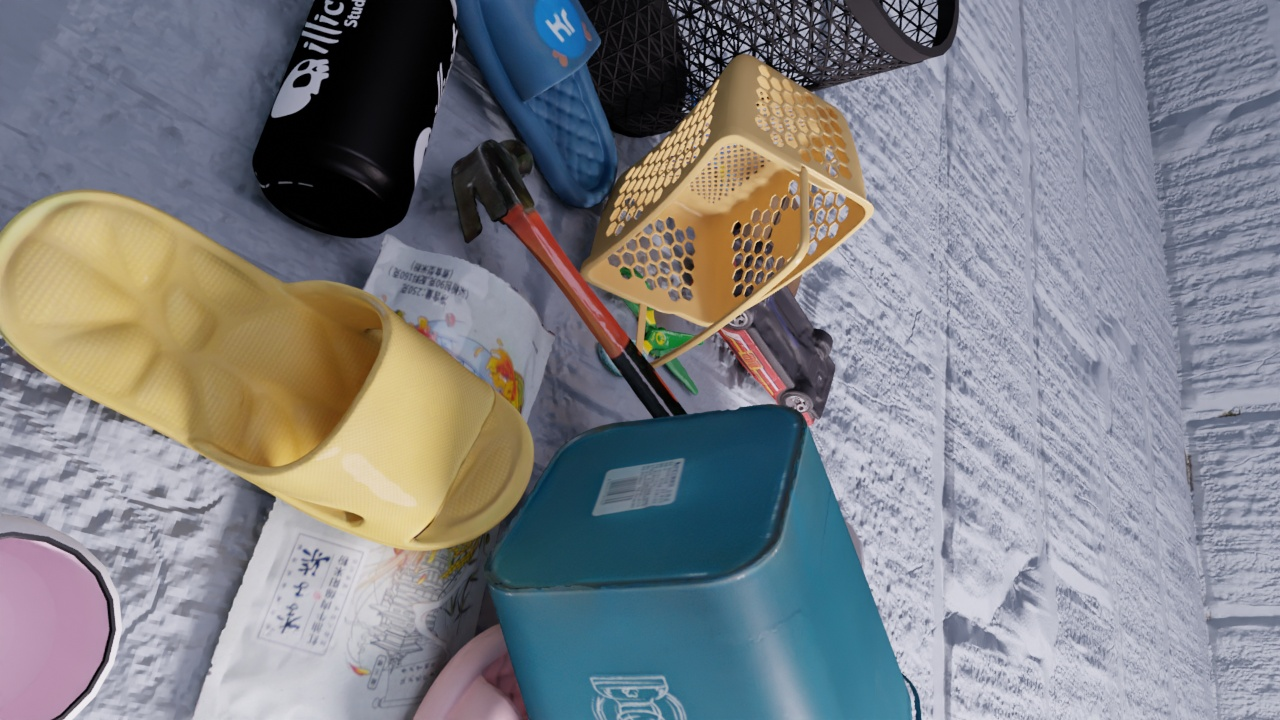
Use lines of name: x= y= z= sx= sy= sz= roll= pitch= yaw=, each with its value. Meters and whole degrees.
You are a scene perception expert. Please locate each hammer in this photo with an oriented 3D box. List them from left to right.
hammer: x=-0.003 y=0.003 z=0.581 sx=0.333 sy=0.033 sz=0.133 roll=52 pitch=14 yaw=-9

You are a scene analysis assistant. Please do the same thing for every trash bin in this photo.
trash bin: x=0.036 y=0.159 z=0.507 sx=0.198 sy=0.197 sz=0.219 roll=-60 pitch=136 yaw=-58
trash bin: x=0.069 y=-0.281 z=0.670 sx=0.216 sy=0.244 sz=0.216 roll=16 pitch=68 yaw=-46

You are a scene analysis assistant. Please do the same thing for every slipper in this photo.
slipper: x=-0.150 y=0.014 z=0.415 sx=0.263 sy=0.079 sz=0.099 roll=34 pitch=70 yaw=-30
slipper: x=-0.095 y=0.244 z=0.473 sx=0.221 sy=0.056 sz=0.107 roll=-63 pitch=144 yaw=-35
slipper: x=-0.057 y=-0.203 z=0.624 sx=0.103 sy=0.059 sz=0.214 roll=-61 pitch=139 yaw=-39

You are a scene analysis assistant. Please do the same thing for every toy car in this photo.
toy car: x=0.112 y=-0.027 z=0.799 sx=0.189 sy=0.056 sz=0.081 roll=49 pitch=49 yaw=-28

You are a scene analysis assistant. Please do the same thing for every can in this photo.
can: x=-0.151 y=-0.146 z=0.503 sx=0.080 sy=0.080 sz=0.145 roll=32 pitch=57 yaw=-41

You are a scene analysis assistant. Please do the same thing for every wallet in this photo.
wallet: x=0.123 y=-0.116 z=0.855 sx=0.099 sy=0.027 sz=0.120 roll=55 pitch=43 yaw=-32

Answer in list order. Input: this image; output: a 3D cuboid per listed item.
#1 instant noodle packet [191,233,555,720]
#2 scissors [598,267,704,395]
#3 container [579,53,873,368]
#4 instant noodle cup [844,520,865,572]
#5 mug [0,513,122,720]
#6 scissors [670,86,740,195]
instant noodle packet: x=-0.125 y=0.077 z=0.499 sx=0.146 sy=0.057 sz=0.268 roll=31 pitch=63 yaw=-39
scissors: x=0.009 y=-0.010 z=0.709 sx=0.130 sy=0.012 sz=0.116 roll=52 pitch=47 yaw=-25
container: x=0.056 y=-0.087 z=0.631 sx=0.129 sy=0.184 sz=0.166 roll=23 pitch=55 yaw=-25
instant noodle cup: x=0.076 y=0.149 z=0.678 sx=0.122 sy=0.122 sz=0.136 roll=34 pitch=64 yaw=-28
mug: x=-0.251 y=0.087 z=0.326 sx=0.124 sy=0.076 sz=0.090 roll=58 pitch=43 yaw=-22
scissors: x=0.064 y=-0.181 z=0.819 sx=0.125 sy=0.013 sz=0.130 roll=-41 pitch=116 yaw=-47
